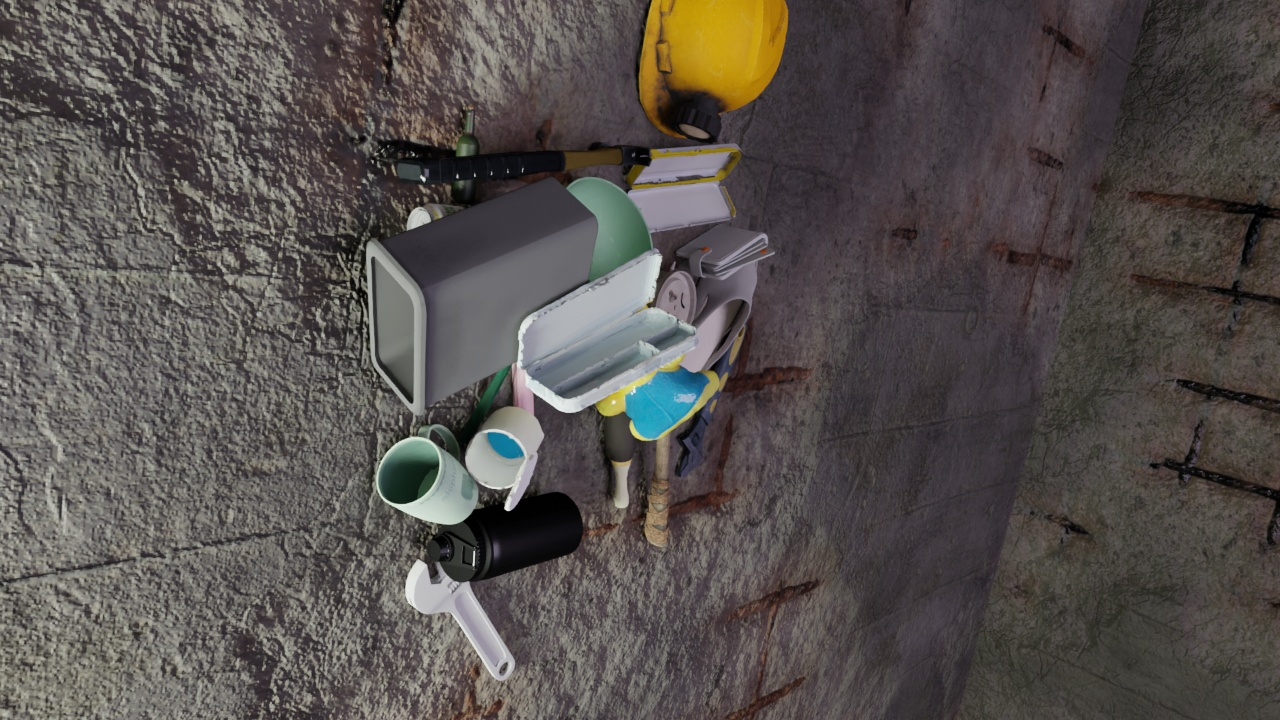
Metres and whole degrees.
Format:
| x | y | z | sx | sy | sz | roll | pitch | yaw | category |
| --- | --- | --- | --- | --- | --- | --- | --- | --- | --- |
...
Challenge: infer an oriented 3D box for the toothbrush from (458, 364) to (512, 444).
| x | y | z | sx | sy | sz | roll | pitch | yaw | category |
| --- | --- | --- | --- | --- | --- | --- | --- | --- | --- |
| -0.167 | 0.019 | 1.112 | 0.016 | 0.017 | 0.190 | 29 | 92 | -34 | toothbrush |

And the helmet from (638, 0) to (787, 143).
| x | y | z | sx | sy | sz | roll | pitch | yaw | category |
| --- | --- | --- | --- | --- | --- | --- | --- | --- | --- |
| 0.117 | -0.415 | 1.199 | 0.205 | 0.131 | 0.255 | 23 | 86 | -50 | helmet |

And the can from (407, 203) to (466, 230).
| x | y | z | sx | sy | sz | roll | pitch | yaw | category |
| --- | --- | --- | --- | --- | --- | --- | --- | --- | --- |
| -0.200 | -0.141 | 1.004 | 0.101 | 0.055 | 0.055 | -3 | 107 | -48 | can |

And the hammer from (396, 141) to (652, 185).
| x | y | z | sx | sy | sz | roll | pitch | yaw | category |
| --- | --- | --- | --- | --- | --- | --- | --- | --- | --- |
| -0.113 | -0.219 | 1.012 | 0.332 | 0.118 | 0.025 | -18 | 115 | -46 | hammer |

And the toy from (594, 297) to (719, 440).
| x | y | z | sx | sy | sz | roll | pitch | yaw | category |
| --- | --- | --- | --- | --- | --- | --- | --- | --- | --- |
| -0.007 | 0.007 | 1.178 | 0.149 | 0.084 | 0.214 | -39 | 111 | 4 | toy |

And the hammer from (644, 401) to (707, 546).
| x | y | z | sx | sy | sz | roll | pitch | yaw | category |
| --- | --- | --- | --- | --- | --- | --- | --- | --- | --- |
| 0.031 | 0.147 | 1.363 | 0.048 | 0.121 | 0.319 | -27 | 132 | -40 | hammer |

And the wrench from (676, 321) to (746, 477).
| x | y | z | sx | sy | sz | roll | pitch | yaw | category |
| --- | --- | --- | --- | --- | --- | --- | --- | --- | --- |
| 0.114 | 0.060 | 1.470 | 0.073 | 0.022 | 0.273 | 26 | 85 | -51 | wrench |

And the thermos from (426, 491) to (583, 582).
| x | y | z | sx | sy | sz | roll | pitch | yaw | category |
| --- | --- | --- | --- | --- | --- | --- | --- | --- | --- |
| -0.170 | 0.223 | 1.150 | 0.198 | 0.086 | 0.086 | -4 | 108 | -51 | thermos |

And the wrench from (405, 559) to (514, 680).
| x | y | z | sx | sy | sz | roll | pitch | yaw | category |
| --- | --- | --- | --- | --- | --- | --- | --- | --- | --- |
| -0.228 | 0.345 | 1.197 | 0.086 | 0.018 | 0.274 | -43 | 134 | -29 | wrench |

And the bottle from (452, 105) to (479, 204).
| x | y | z | sx | sy | sz | roll | pitch | yaw | category |
| --- | --- | --- | --- | --- | --- | --- | --- | --- | --- |
| -0.190 | -0.225 | 1.006 | 0.025 | 0.025 | 0.106 | -8 | 111 | -47 | bottle |

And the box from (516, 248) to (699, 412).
| x | y | z | sx | sy | sz | roll | pitch | yaw | category |
| --- | --- | --- | --- | --- | --- | --- | --- | --- | --- |
| -0.039 | -0.047 | 1.027 | 0.214 | 0.106 | 0.127 | -29 | 128 | -34 | box |

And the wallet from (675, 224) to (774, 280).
| x | y | z | sx | sy | sz | roll | pitch | yaw | category |
| --- | --- | --- | --- | --- | --- | --- | --- | --- | --- |
| 0.127 | -0.155 | 1.325 | 0.118 | 0.115 | 0.037 | -36 | 129 | -35 | wallet |

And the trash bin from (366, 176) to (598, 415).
| x | y | z | sx | sy | sz | roll | pitch | yaw | category |
| --- | --- | --- | --- | --- | --- | --- | --- | --- | --- |
| -0.167 | -0.071 | 0.973 | 0.219 | 0.097 | 0.192 | -29 | 152 | -33 | trash bin |

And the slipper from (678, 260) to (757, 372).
| x | y | z | sx | sy | sz | roll | pitch | yaw | category |
| --- | --- | --- | --- | --- | --- | --- | --- | --- | --- |
| 0.124 | -0.066 | 1.386 | 0.265 | 0.081 | 0.113 | -58 | 136 | -15 | slipper |

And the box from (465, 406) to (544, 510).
| x | y | z | sx | sy | sz | roll | pitch | yaw | category |
| --- | --- | --- | --- | --- | --- | --- | --- | --- | --- |
| -0.157 | 0.111 | 1.070 | 0.083 | 0.092 | 0.166 | -58 | -179 | 14 | box |

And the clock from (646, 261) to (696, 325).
| x | y | z | sx | sy | sz | roll | pitch | yaw | category |
| --- | --- | --- | --- | --- | --- | --- | --- | --- | --- |
| 0.015 | -0.068 | 1.277 | 0.156 | 0.061 | 0.103 | -40 | 132 | -42 | clock |

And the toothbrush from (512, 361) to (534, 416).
| x | y | z | sx | sy | sz | roll | pitch | yaw | category |
| --- | --- | --- | --- | --- | --- | --- | --- | --- | --- |
| -0.146 | -0.022 | 1.134 | 0.026 | 0.027 | 0.223 | -10 | 112 | -29 | toothbrush |

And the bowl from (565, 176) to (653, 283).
| x | y | z | sx | sy | sz | roll | pitch | yaw | category |
| --- | --- | --- | --- | --- | --- | --- | --- | --- | --- |
| -0.062 | -0.142 | 1.127 | 0.150 | 0.077 | 0.150 | 16 | 65 | -38 | bowl |

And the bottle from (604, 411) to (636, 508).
| x | y | z | sx | sy | sz | roll | pitch | yaw | category |
| --- | --- | --- | --- | --- | --- | --- | --- | --- | --- |
| -0.028 | 0.128 | 1.315 | 0.045 | 0.045 | 0.185 | -22 | 120 | -43 | bottle |

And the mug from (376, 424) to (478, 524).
| x | y | z | sx | sy | sz | roll | pitch | yaw | category |
| --- | --- | --- | --- | --- | --- | --- | --- | --- | --- |
| -0.237 | 0.130 | 1.060 | 0.104 | 0.084 | 0.111 | 50 | 38 | -57 | mug |

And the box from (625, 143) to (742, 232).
| x | y | z | sx | sy | sz | roll | pitch | yaw | category |
| --- | --- | --- | --- | --- | --- | --- | --- | --- | --- |
| 0.062 | -0.242 | 1.268 | 0.209 | 0.057 | 0.117 | -17 | 119 | -45 | box |
